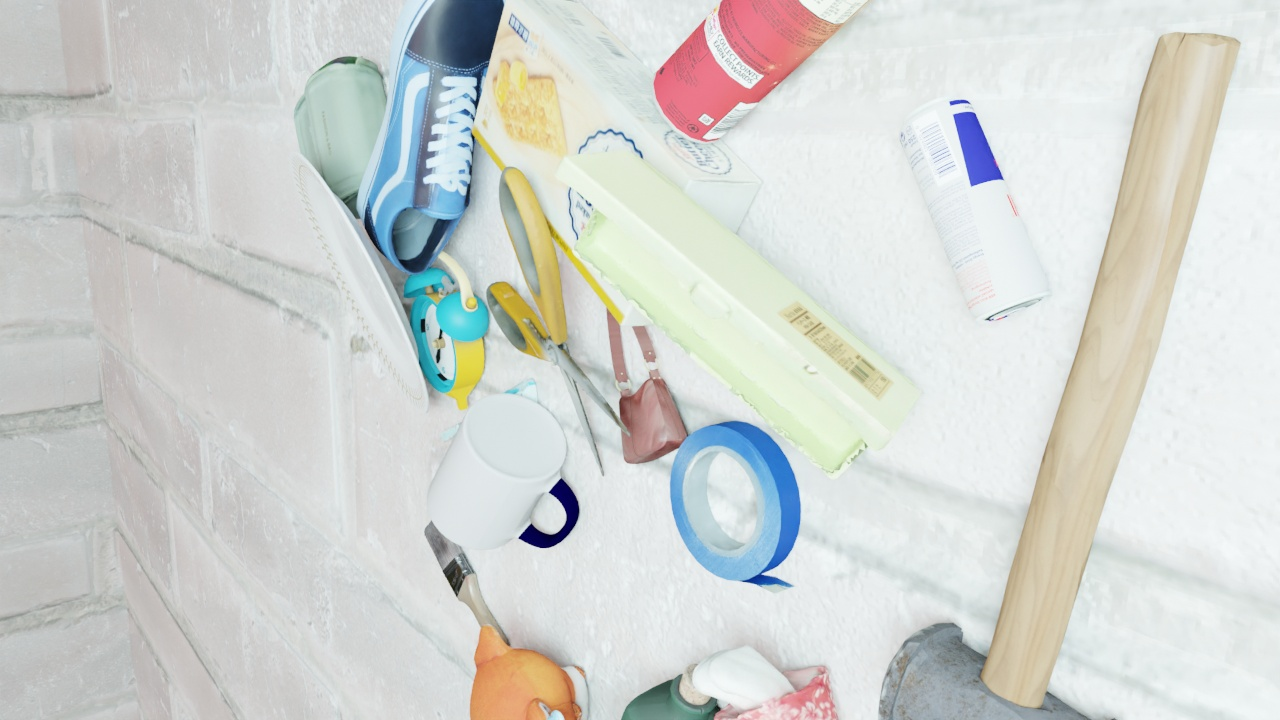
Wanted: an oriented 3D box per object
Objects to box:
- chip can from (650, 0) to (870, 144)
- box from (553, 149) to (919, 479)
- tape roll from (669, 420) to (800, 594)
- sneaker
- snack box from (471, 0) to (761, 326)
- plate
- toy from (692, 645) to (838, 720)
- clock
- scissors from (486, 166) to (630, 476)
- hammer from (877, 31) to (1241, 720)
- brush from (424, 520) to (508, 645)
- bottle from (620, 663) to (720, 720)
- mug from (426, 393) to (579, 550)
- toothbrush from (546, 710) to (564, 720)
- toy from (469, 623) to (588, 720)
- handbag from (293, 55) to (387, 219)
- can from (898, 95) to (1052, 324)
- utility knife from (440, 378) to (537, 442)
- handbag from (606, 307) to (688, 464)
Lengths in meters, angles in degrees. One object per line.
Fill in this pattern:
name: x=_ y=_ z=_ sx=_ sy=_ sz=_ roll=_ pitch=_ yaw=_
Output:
chip can: x=0.084 y=-0.179 z=0.419 sx=0.215 sy=0.051 sz=0.051 roll=-34 pitch=71 yaw=49
box: x=0.047 y=-0.028 z=0.440 sx=0.188 sy=0.066 sz=0.127 roll=41 pitch=174 yaw=12
tape roll: x=0.053 y=0.082 z=0.538 sx=0.091 sy=0.016 sz=0.093 roll=11 pitch=106 yaw=50
sneaker: x=-0.138 y=-0.163 z=0.669 sx=0.098 sy=0.083 sz=0.242 roll=53 pitch=132 yaw=29
snack box: x=-0.025 y=-0.126 z=0.561 sx=0.208 sy=0.057 sz=0.104 roll=53 pitch=134 yaw=31
plate: x=-0.234 y=-0.065 z=0.783 sx=0.242 sy=0.016 sz=0.243 roll=49 pitch=156 yaw=30
toy: x=0.086 y=0.245 z=0.482 sx=0.159 sy=0.084 sz=0.194 roll=-36 pitch=70 yaw=62
clock: x=-0.162 y=-0.028 z=0.764 sx=0.099 sy=0.043 sz=0.130 roll=36 pitch=131 yaw=41
scissors: x=-0.067 y=-0.025 z=0.626 sx=0.230 sy=0.016 sz=0.225 roll=27 pitch=138 yaw=60
hammer: x=0.174 y=0.043 z=0.364 sx=0.098 sy=0.052 sz=0.329 roll=27 pitch=114 yaw=45
brush: x=-0.159 y=0.202 z=0.828 sx=0.151 sy=0.012 sz=0.039 roll=52 pitch=133 yaw=31
bottle: x=0.020 y=0.244 z=0.578 sx=0.061 sy=0.061 sz=0.131 roll=40 pitch=126 yaw=36
mug: x=-0.096 y=0.095 z=0.689 sx=0.112 sy=0.078 sz=0.097 roll=38 pitch=131 yaw=5
toothbrush: x=-0.010 y=0.241 z=0.550 sx=0.155 sy=0.016 sz=0.022 roll=-1 pitch=60 yaw=49
toy: x=-0.082 y=0.287 z=0.700 sx=0.164 sy=0.092 sz=0.173 roll=39 pitch=138 yaw=43
handbag: x=-0.265 y=-0.197 z=0.835 sx=0.106 sy=0.067 sz=0.121 roll=-22 pitch=80 yaw=49
can: x=0.140 y=-0.064 z=0.389 sx=0.032 sy=0.032 sz=0.095 roll=-31 pitch=73 yaw=49
utility knife: x=-0.132 y=0.044 z=0.759 sx=0.162 sy=0.015 sz=0.022 roll=-22 pitch=80 yaw=49
handbag: x=-0.003 y=0.003 z=0.590 sx=0.055 sy=0.029 sz=0.119 roll=-36 pitch=64 yaw=54
